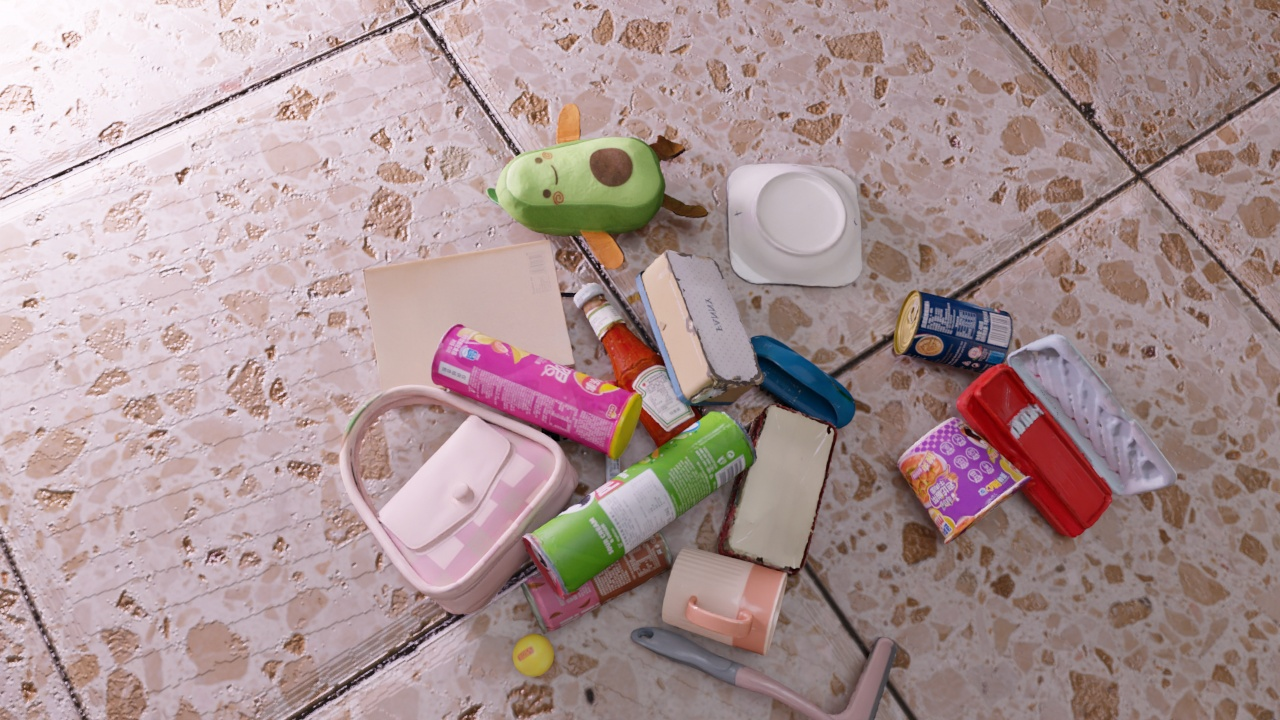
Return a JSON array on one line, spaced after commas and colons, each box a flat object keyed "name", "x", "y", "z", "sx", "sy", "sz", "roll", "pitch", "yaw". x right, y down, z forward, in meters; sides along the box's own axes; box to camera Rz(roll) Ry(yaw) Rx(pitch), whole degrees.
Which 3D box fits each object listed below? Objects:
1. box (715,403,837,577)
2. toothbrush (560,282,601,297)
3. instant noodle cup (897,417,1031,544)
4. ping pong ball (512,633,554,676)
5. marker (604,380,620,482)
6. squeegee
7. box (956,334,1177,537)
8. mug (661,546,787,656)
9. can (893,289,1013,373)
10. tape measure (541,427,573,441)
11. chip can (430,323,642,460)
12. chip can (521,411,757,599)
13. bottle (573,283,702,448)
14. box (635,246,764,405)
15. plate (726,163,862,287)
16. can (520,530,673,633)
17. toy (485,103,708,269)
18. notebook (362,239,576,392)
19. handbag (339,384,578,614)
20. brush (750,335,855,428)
[{"name": "box", "x": 0.142, "y": 0.134, "z": 0.956, "sx": 0.091, "sy": 0.076, "sz": 0.168, "roll": 19, "pitch": 69, "yaw": 1}, {"name": "toothbrush", "x": -0.133, "y": -0.078, "z": 1.038, "sx": 0.181, "sy": 0.016, "sz": 0.018, "roll": -1, "pitch": 64, "yaw": -7}, {"name": "instant noodle cup", "x": 0.334, "y": 0.121, "z": 0.967, "sx": 0.111, "sy": 0.112, "sz": 0.099, "roll": -30, "pitch": 68, "yaw": -15}, {"name": "ping pong ball", "x": -0.105, "y": 0.288, "z": 0.897, "sx": 0.040, "sy": 0.040, "sz": 0.040, "roll": 2, "pitch": 70, "yaw": -5}, {"name": "marker", "x": -0.031, "y": 0.092, "z": 0.986, "sx": 0.017, "sy": 0.017, "sz": 0.145, "roll": -1, "pitch": 71, "yaw": -6}, {"name": "squeegee", "x": 0.104, "y": 0.312, "z": 0.886, "sx": 0.250, "sy": 0.040, "sz": 0.246, "roll": 22, "pitch": 46, "yaw": 15}, {"name": "box", "x": 0.448, "y": 0.081, "z": 0.968, "sx": 0.118, "sy": 0.098, "sz": 0.201, "roll": -40, "pitch": 92, "yaw": -13}, {"name": "mug", "x": 0.079, "y": 0.235, "z": 0.887, "sx": 0.106, "sy": 0.114, "sz": 0.082, "roll": 13, "pitch": 98, "yaw": 15}, {"name": "can", "x": 0.353, "y": -0.031, "z": 1.035, "sx": 0.111, "sy": 0.075, "sz": 0.075, "roll": 13, "pitch": 70, "yaw": -1}, {"name": "tape measure", "x": -0.074, "y": 0.055, "z": 0.987, "sx": 0.066, "sy": 0.034, "sz": 0.065, "roll": 3, "pitch": 72, "yaw": -2}, {"name": "chip can", "x": -0.107, "y": 0.030, "z": 0.939, "sx": 0.210, "sy": 0.071, "sz": 0.071, "roll": 21, "pitch": 69, "yaw": 12}, {"name": "chip can", "x": 0.002, "y": 0.136, "z": 0.893, "sx": 0.235, "sy": 0.072, "sz": 0.072, "roll": -32, "pitch": 76, "yaw": -19}, {"name": "bottle", "x": -0.006, "y": 0.006, "z": 0.997, "sx": 0.059, "sy": 0.060, "sz": 0.206, "roll": -30, "pitch": 75, "yaw": -15}, {"name": "box", "x": 0.061, "y": -0.041, "z": 0.995, "sx": 0.089, "sy": 0.061, "sz": 0.184, "roll": 5, "pitch": 54, "yaw": -39}, {"name": "plate", "x": 0.186, "y": -0.168, "z": 1.091, "sx": 0.163, "sy": 0.034, "sz": 0.164, "roll": 1, "pitch": 71, "yaw": -5}, {"name": "can", "x": -0.043, "y": 0.215, "z": 0.919, "sx": 0.147, "sy": 0.058, "sz": 0.058, "roll": -25, "pitch": 75, "yaw": -13}, {"name": "toy", "x": -0.050, "y": -0.202, "z": 1.051, "sx": 0.246, "sy": 0.090, "sz": 0.226, "roll": -11, "pitch": 63, "yaw": -13}, {"name": "notebook", "x": -0.188, "y": -0.048, "z": 1.011, "sx": 0.211, "sy": 0.012, "sz": 0.149, "roll": -10, "pitch": 79, "yaw": -8}, {"name": "handbag", "x": -0.200, "y": 0.120, "z": 0.934, "sx": 0.234, "sy": 0.093, "sz": 0.193, "roll": 37, "pitch": 70, "yaw": 16}, {"name": "brush", "x": 0.172, "y": 0.022, "z": 1.000, "sx": 0.144, "sy": 0.074, "sz": 0.055, "roll": 36, "pitch": 74, "yaw": 7}]
